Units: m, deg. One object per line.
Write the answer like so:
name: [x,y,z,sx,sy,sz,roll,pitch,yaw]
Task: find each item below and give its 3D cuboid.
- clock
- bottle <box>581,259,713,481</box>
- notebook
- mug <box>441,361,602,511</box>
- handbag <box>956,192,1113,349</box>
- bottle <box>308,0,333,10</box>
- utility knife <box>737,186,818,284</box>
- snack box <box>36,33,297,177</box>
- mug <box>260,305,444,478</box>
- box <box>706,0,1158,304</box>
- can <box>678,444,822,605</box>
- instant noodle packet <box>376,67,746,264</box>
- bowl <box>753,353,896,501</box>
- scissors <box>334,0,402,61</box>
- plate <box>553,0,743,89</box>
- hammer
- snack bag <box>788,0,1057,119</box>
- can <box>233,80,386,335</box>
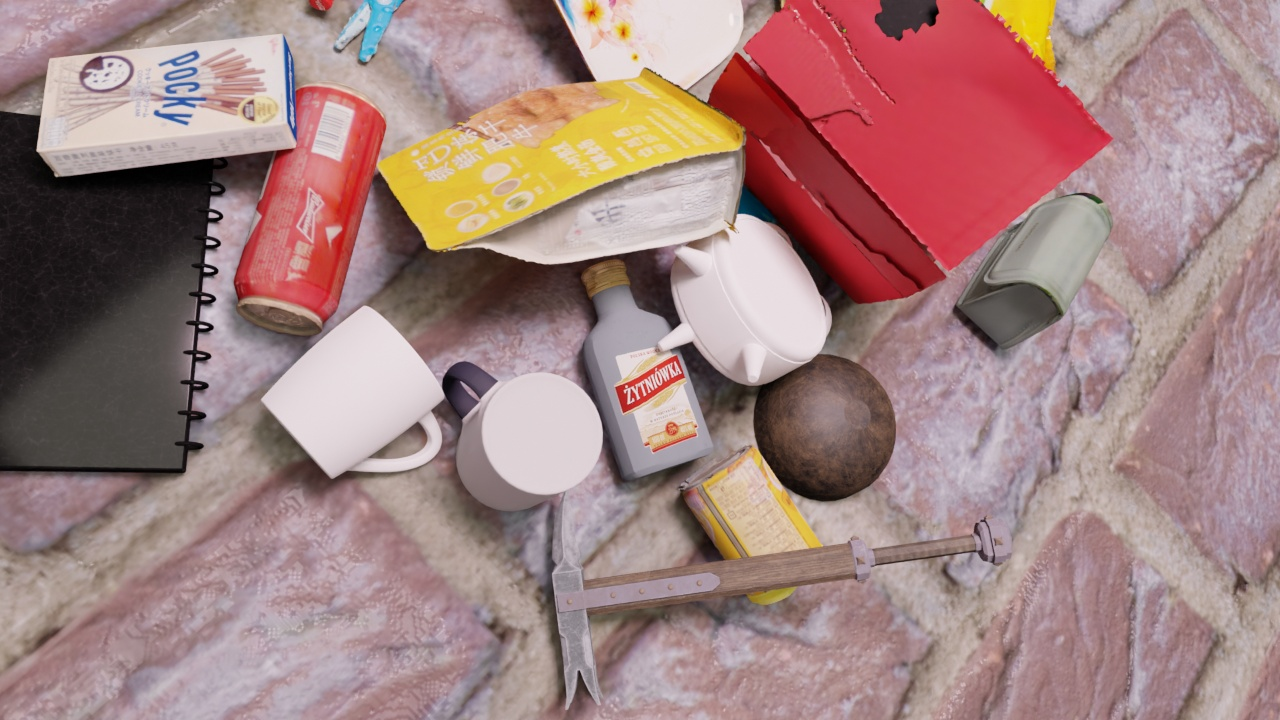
clock: [0.080,-0.044,0.710,0.160,0.073,0.125,-25,85,-54]
bottle: [-0.004,0.004,0.690,0.072,0.046,0.161,-15,81,-24]
notebook: [-0.362,-0.045,0.583,0.169,0.019,0.231,3,74,-19]
mug: [-0.089,0.046,0.618,0.112,0.097,0.078,45,65,-4]
handbag: [0.352,-0.083,0.819,0.067,0.106,0.121,42,65,-2]
bottle: [-0.233,-0.321,0.699,0.036,0.036,0.118,11,72,-18]
utility knife: [0.077,-0.139,0.778,0.209,0.015,0.031,42,68,-2]
snack box: [-0.303,-0.167,0.595,0.150,0.026,0.081,-10,62,-8]
mug: [-0.181,0.035,0.605,0.087,0.081,0.114,-42,124,-19]
box: [0.159,-0.155,0.651,0.211,0.316,0.123,46,66,-1]
can: [0.083,0.120,0.680,0.067,0.068,0.105,-33,88,-25]
instant noodle packet: [-0.061,-0.131,0.649,0.221,0.084,0.163,-16,39,-20]
bowl: [0.158,0.049,0.734,0.121,0.056,0.121,6,73,-20]
scissors: [-0.208,-0.291,0.715,0.090,0.014,0.140,36,68,-10]
plate: [0.000,-0.314,0.759,0.186,0.016,0.187,-44,119,-27]
hammer: [0.096,0.140,0.631,0.317,0.028,0.147,-8,81,1]
snack bag: [0.241,-0.280,0.808,0.247,0.068,0.159,5,68,11]
can: [-0.224,-0.105,0.625,0.067,0.067,0.170,14,71,-17]
